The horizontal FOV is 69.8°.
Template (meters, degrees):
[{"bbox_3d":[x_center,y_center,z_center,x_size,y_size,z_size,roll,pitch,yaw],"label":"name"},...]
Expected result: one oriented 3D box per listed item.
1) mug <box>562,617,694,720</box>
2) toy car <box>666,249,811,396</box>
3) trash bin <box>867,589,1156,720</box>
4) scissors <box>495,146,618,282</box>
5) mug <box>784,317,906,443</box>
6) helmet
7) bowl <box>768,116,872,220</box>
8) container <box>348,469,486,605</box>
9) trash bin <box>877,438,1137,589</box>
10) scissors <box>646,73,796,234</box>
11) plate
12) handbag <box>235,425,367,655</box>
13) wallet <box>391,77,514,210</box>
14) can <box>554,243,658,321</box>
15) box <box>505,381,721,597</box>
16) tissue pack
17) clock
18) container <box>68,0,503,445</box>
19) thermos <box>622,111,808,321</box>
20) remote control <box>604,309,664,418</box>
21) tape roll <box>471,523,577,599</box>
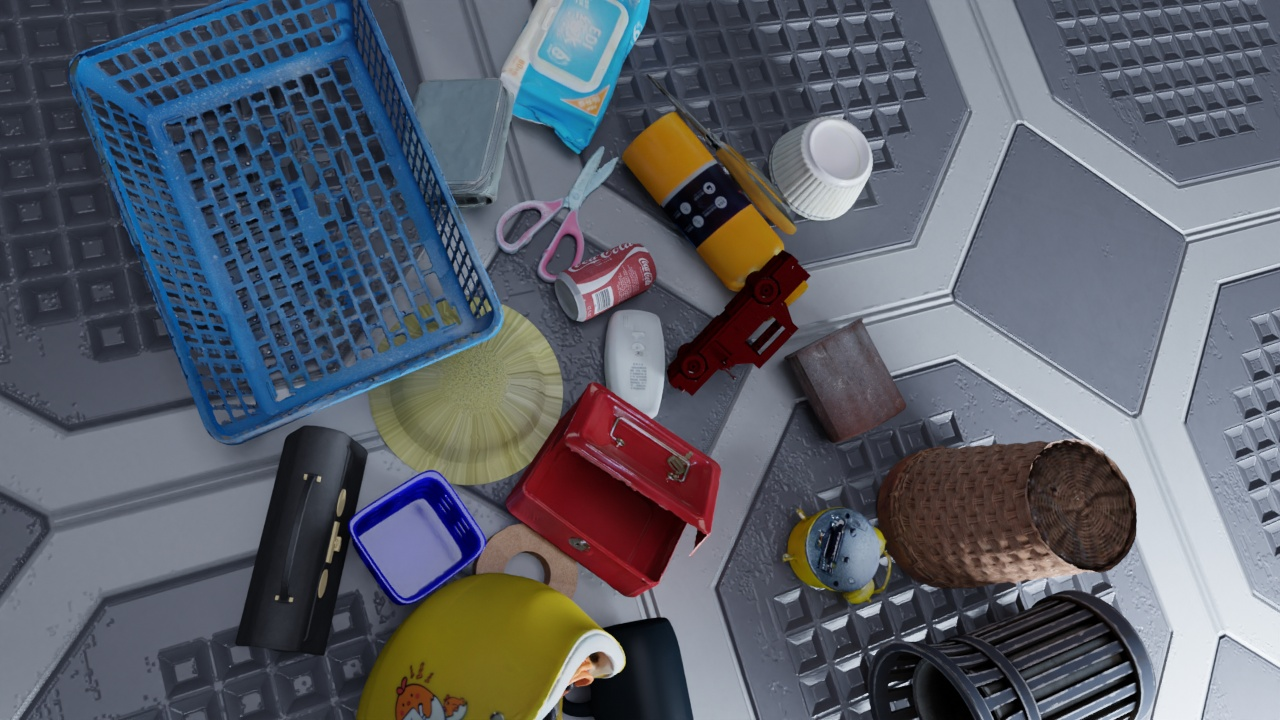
[{"bbox_3d":[-0.020,0.287,0.821,0.122,0.085,0.094,-13,78,8],"label":"mug"},{"bbox_3d":[0.103,-0.029,0.911,0.062,0.070,0.170,42,99,-9],"label":"toy car"},{"bbox_3d":[0.366,0.322,0.893,0.227,0.165,0.164,-11,79,-24],"label":"trash bin"},{"bbox_3d":[-0.084,-0.169,0.951,0.101,0.016,0.178,28,69,-9],"label":"scissors"},{"bbox_3d":[0.222,0.018,0.970,0.122,0.096,0.110,-21,88,-53],"label":"mug"},{"bbox_3d":[-0.143,0.265,0.726,0.139,0.209,0.240,45,102,18],"label":"helmet"},{"bbox_3d":[0.209,-0.223,1.035,0.115,0.063,0.115,5,74,-17],"label":"bowl"},{"bbox_3d":[-0.191,0.153,0.775,0.085,0.114,0.084,-33,86,-23],"label":"container"},{"bbox_3d":[0.354,0.146,0.904,0.151,0.211,0.151,5,73,-17],"label":"trash bin"},{"bbox_3d":[0.087,-0.225,0.977,0.229,0.016,0.113,44,22,-13],"label":"scissors"},{"bbox_3d":[-0.159,0.023,0.863,0.184,0.036,0.184,5,74,-17],"label":"plate"},{"bbox_3d":[-0.263,0.137,0.711,0.072,0.196,0.175,12,72,-15],"label":"handbag"},{"bbox_3d":[-0.180,-0.214,0.899,0.100,0.054,0.131,4,72,11],"label":"wallet"},{"bbox_3d":[-0.034,-0.080,0.922,0.096,0.054,0.054,-27,85,-23],"label":"can"},{"bbox_3d":[-0.023,0.119,0.846,0.157,0.127,0.136,35,31,-4],"label":"box"},{"bbox_3d":[-0.072,-0.327,0.971,0.117,0.066,0.209,24,72,-10],"label":"tissue pack"},{"bbox_3d":[0.204,0.196,0.925,0.118,0.057,0.083,25,69,-10],"label":"clock"},{"bbox_3d":[-0.300,-0.133,0.806,0.257,0.089,0.362,-23,84,-7],"label":"container"},{"bbox_3d":[0.087,-0.152,0.968,0.091,0.076,0.232,-39,90,-18],"label":"thermos"},{"bbox_3d":[-0.005,0.005,0.922,0.060,0.028,0.114,3,75,-18],"label":"remote control"},{"bbox_3d":[-0.106,0.197,0.839,0.094,0.027,0.094,5,74,-17],"label":"tape roll"}]
